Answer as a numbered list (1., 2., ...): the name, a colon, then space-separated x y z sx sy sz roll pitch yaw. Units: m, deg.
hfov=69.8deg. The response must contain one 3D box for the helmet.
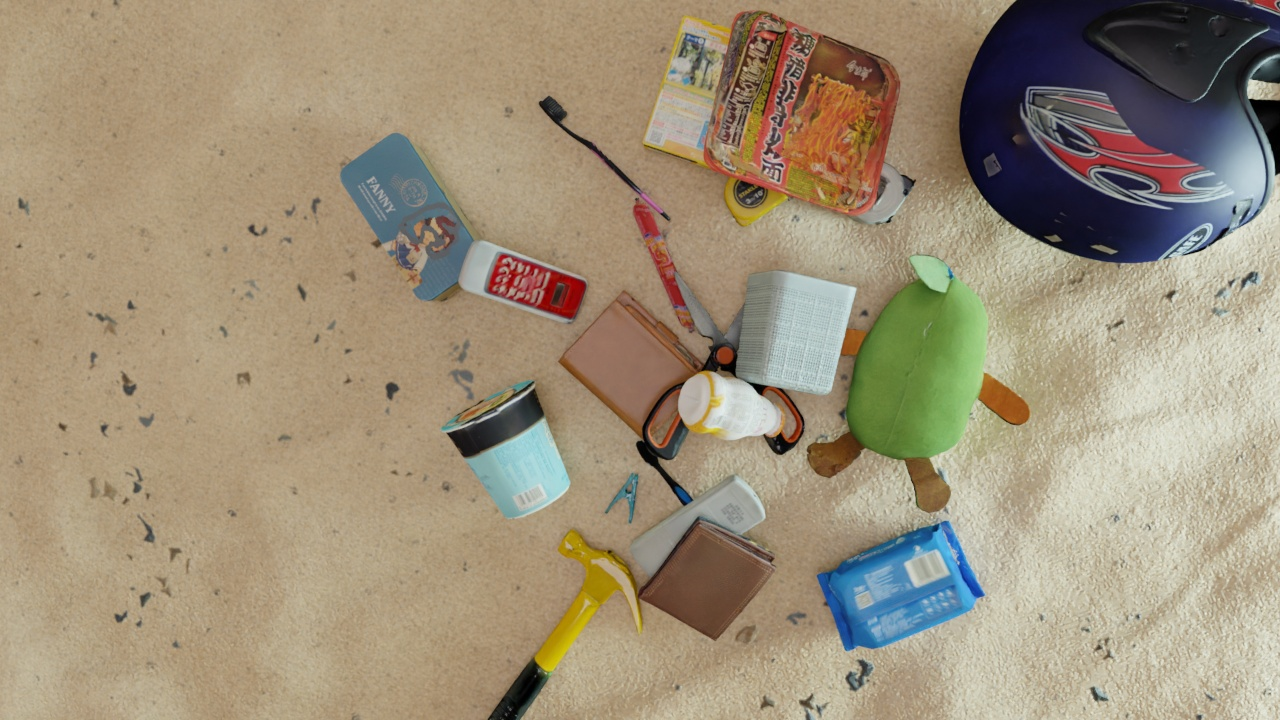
1. helmet: 0.446 -0.205 0.817 0.315 0.247 0.240 23 78 11

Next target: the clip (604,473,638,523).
1. clip: -0.015 0.149 1.006 0.034 0.013 0.054 24 98 2

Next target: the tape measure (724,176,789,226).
1. tape measure: 0.117 -0.175 0.963 0.060 0.029 0.057 -33 92 7

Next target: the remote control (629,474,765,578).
1. remote control: 0.061 0.182 0.985 0.150 0.021 0.058 -36 100 15

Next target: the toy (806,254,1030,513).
1. toy: 0.278 0.022 0.933 0.227 0.090 0.247 22 92 17

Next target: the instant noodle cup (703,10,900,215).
1. instant noodle cup: 0.154 -0.238 0.908 0.188 0.079 0.164 16 86 -14

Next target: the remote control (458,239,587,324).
1. remote control: -0.121 -0.081 0.963 0.136 0.020 0.056 18 97 -28

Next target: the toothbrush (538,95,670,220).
1. toothbrush: -0.036 -0.216 0.982 0.189 0.014 0.017 42 84 0

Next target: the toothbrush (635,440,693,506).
1. toothbrush: 0.057 0.160 1.002 0.014 0.016 0.189 -40 93 4

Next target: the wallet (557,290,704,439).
1. wallet: -0.006 0.006 0.984 0.132 0.031 0.108 42 95 -4

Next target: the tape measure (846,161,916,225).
1. tape measure: 0.240 -0.174 0.950 0.066 0.033 0.066 32 96 4

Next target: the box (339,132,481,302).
1. box: -0.240 -0.155 0.981 0.090 0.061 0.184 -35 92 6

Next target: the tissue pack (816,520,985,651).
1. tissue pack: 0.271 0.239 0.967 0.157 0.052 0.095 -25 90 6

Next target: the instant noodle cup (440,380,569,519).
1. instant noodle cup: -0.135 0.098 0.974 0.111 0.111 0.120 -25 100 6

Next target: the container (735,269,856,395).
1. container: 0.152 -0.026 0.926 0.090 0.090 0.111 11 89 -14

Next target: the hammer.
1. hammer: -0.108 0.339 1.018 0.129 0.033 0.301 36 96 3

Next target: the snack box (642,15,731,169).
1. snack box: 0.064 -0.277 0.959 0.087 0.033 0.140 19 97 4

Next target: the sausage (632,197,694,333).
1. sausage: 0.026 -0.102 0.980 0.020 0.020 0.156 -23 92 6

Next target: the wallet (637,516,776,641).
1. wallet: 0.070 0.232 0.976 0.101 0.032 0.125 30 112 -10

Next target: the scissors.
1. scissors: 0.085 0.016 0.966 0.220 0.022 0.234 -43 100 -8

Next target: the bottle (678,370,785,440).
1. bottle: 0.094 0.050 0.925 0.108 0.063 0.063 16 96 -27
